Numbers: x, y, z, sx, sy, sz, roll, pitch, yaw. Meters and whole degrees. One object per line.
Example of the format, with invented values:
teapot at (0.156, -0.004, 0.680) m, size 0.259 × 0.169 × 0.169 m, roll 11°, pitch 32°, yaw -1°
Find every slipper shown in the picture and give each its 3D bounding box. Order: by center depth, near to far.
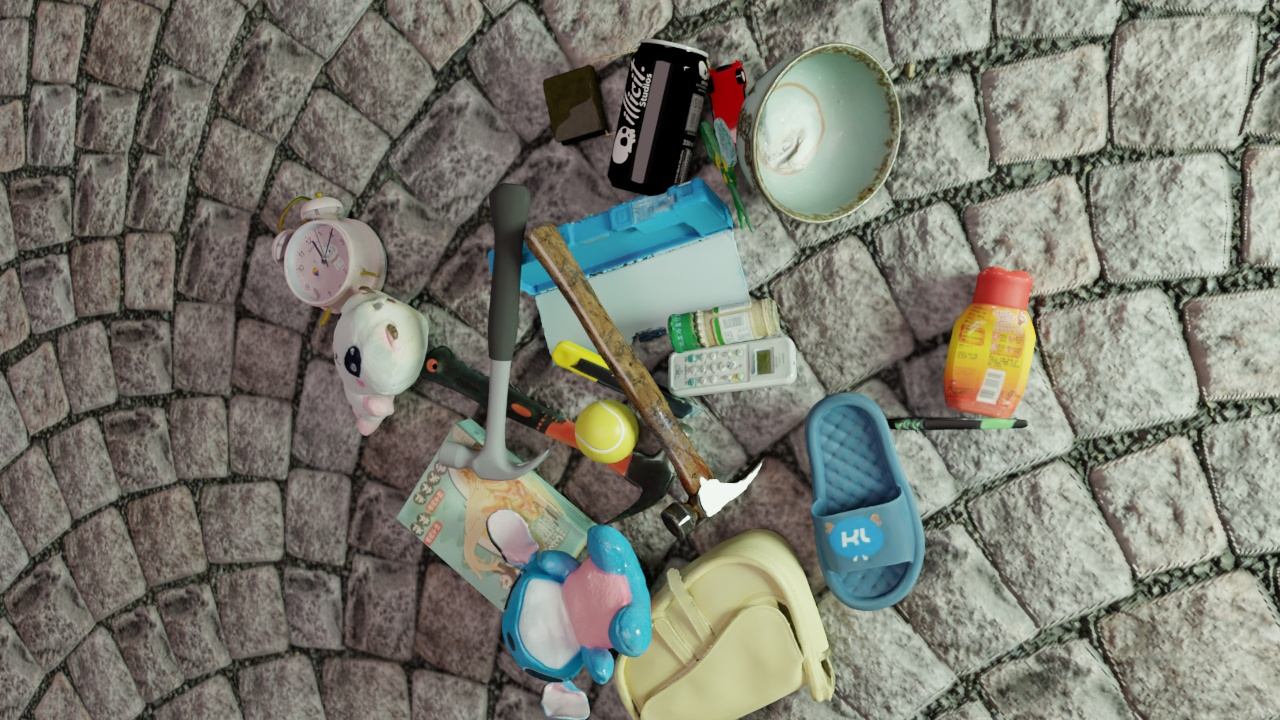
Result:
slipper at (0.210, 0.136, 0.871) m, size 0.104 × 0.059 × 0.214 m, roll -8°, pitch 94°, yaw 18°

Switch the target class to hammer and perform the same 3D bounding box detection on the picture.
hammer at (-0.006, 0.005, 0.907) m, size 0.119 × 0.033 × 0.330 m, roll -33°, pitch 92°, yaw -24°
hammer at (-0.139, -0.023, 0.942) m, size 0.125 × 0.029 × 0.311 m, roll 10°, pitch 104°, yaw 17°
hammer at (-0.110, 0.065, 1.020) m, size 0.333 × 0.033 × 0.133 m, roll 26°, pitch 101°, yaw 20°

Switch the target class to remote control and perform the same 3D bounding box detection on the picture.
remote control at (0.093, 0.008, 0.937) m, size 0.133 × 0.022 × 0.050 m, roll -7°, pitch 68°, yaw 22°

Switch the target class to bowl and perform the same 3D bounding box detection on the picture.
bowl at (0.152, -0.215, 0.863) m, size 0.094 × 0.159 × 0.160 m, roll 38°, pitch 109°, yaw 60°

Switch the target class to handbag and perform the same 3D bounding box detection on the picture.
handbag at (0.075, 0.291, 0.920) m, size 0.233 × 0.088 × 0.191 m, roll -34°, pitch 82°, yaw 18°
handbag at (-0.013, -0.288, 0.980) m, size 0.178 × 0.027 × 0.084 m, roll -13°, pitch 88°, yaw 16°

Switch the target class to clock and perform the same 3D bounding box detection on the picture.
clock at (-0.380, -0.129, 1.105) m, size 0.117 × 0.058 × 0.158 m, roll -41°, pitch 76°, yaw 17°

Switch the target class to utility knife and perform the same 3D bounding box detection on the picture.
utility knife at (-0.014, 0.023, 0.975) m, size 0.174 × 0.020 × 0.029 m, roll 23°, pitch 119°, yaw 9°

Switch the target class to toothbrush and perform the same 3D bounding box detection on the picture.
toothbrush at (0.268, 0.061, 0.876) m, size 0.188 × 0.017 × 0.014 m, roll -1°, pitch 99°, yaw 20°

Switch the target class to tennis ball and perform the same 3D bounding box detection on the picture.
tennis ball at (-0.034, 0.072, 0.936) m, size 0.065 × 0.065 × 0.065 m, roll 0°, pitch 91°, yaw 21°

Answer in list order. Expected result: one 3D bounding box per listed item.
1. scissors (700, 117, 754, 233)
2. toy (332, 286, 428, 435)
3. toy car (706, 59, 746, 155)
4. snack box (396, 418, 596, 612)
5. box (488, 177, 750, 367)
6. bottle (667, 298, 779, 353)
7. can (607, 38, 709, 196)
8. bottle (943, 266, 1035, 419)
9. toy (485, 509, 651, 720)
scissors at (0.089, -0.182, 0.899) m, size 0.012 × 0.112 × 0.131 m, roll -23°, pitch 82°, yaw -4°
toy at (-0.306, 0.004, 1.061) m, size 0.139 × 0.101 × 0.180 m, roll 49°, pitch 128°, yaw 40°
toy car at (0.093, -0.256, 0.933) m, size 0.038 × 0.025 × 0.089 m, roll -10°, pitch 86°, yaw 25°
snack box at (-0.162, 0.180, 1.024) m, size 0.193 × 0.044 × 0.142 m, roll 38°, pitch 108°, yaw 11°
box at (-0.021, -0.084, 0.949) m, size 0.244 × 0.114 × 0.113 m, roll -16°, pitch 72°, yaw 21°
bottle at (0.084, -0.036, 0.928) m, size 0.110 × 0.042 × 0.042 m, roll -10°, pitch 87°, yaw 13°
can at (0.018, -0.241, 0.926) m, size 0.080 × 0.080 × 0.146 m, roll 17°, pitch 103°, yaw 20°
bottle at (0.320, -0.017, 0.836) m, size 0.071 × 0.048 × 0.134 m, roll 12°, pitch 95°, yaw 21°
toy at (-0.071, 0.240, 0.922) m, size 0.192 × 0.098 × 0.224 m, roll -35°, pitch 66°, yaw 35°
